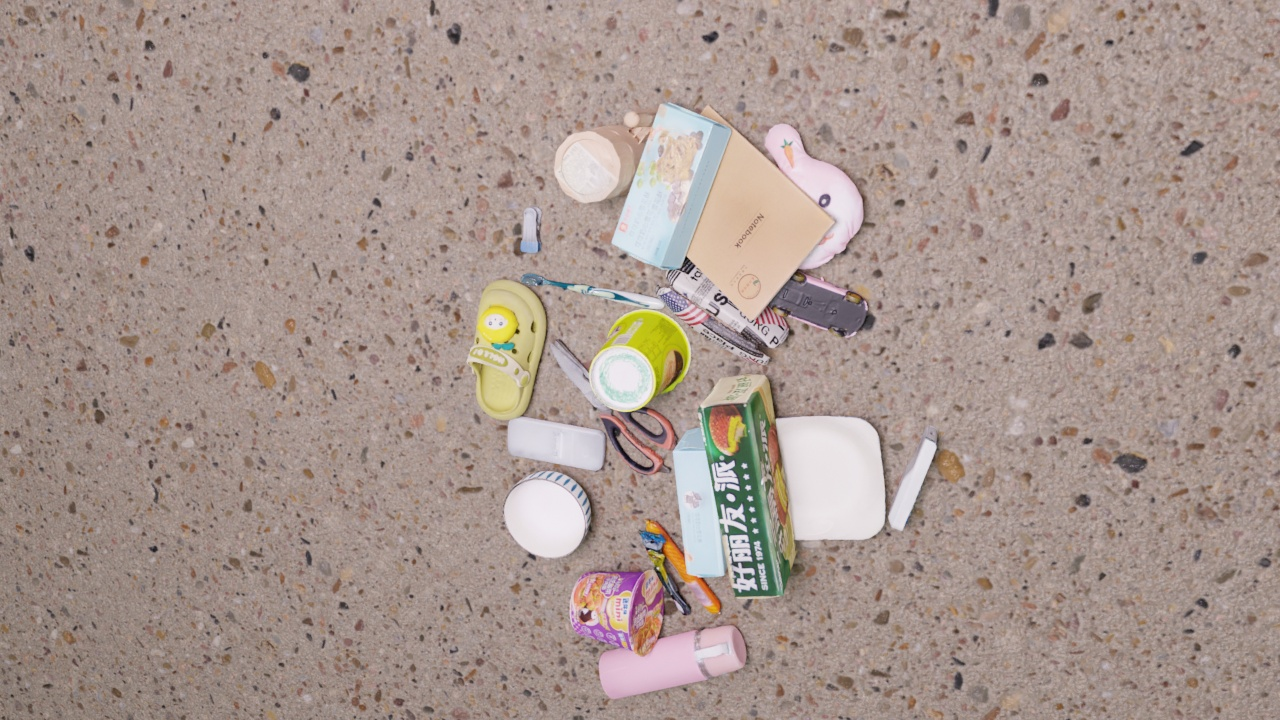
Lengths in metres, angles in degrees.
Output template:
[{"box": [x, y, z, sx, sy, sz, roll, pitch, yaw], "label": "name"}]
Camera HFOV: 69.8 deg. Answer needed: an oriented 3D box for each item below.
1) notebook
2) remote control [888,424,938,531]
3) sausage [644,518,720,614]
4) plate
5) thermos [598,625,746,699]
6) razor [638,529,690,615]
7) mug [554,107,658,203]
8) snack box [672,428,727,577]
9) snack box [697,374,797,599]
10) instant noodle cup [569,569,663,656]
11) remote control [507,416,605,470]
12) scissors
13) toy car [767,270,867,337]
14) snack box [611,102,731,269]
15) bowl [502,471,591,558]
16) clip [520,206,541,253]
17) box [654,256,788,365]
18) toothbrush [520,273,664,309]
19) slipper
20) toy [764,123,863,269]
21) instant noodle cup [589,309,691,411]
[{"box": [0.102, -0.168, 1.042, 0.207, 0.008, 0.148, 48, 117, 20], "label": "notebook"}, {"box": [0.323, 0.140, 1.087, 0.024, 0.049, 0.125, 21, 111, 13], "label": "remote control"}, {"box": [0.057, 0.275, 1.222, 0.021, 0.021, 0.165, -36, 94, 23], "label": "sausage"}, {"box": [0.215, 0.141, 1.127, 0.164, 0.034, 0.164, -3, 105, 18], "label": "plate"}, {"box": [0.040, 0.405, 1.234, 0.199, 0.087, 0.067, -19, 71, 23], "label": "thermos"}, {"box": [0.034, 0.287, 1.219, 0.043, 0.022, 0.143, 4, 125, 48], "label": "razor"}, {"box": [-0.031, -0.238, 1.047, 0.125, 0.103, 0.084, -42, 91, 23], "label": "mug"}, {"box": [0.081, 0.178, 1.157, 0.052, 0.074, 0.175, -2, 105, 18], "label": "snack box"}, {"box": [0.128, 0.146, 1.074, 0.063, 0.114, 0.240, -6, 104, 20], "label": "snack box"}, {"box": [-0.034, 0.330, 1.225, 0.099, 0.111, 0.112, 2, 107, 23], "label": "instant noodle cup"}, {"box": [-0.112, 0.110, 1.222, 0.136, 0.020, 0.056, 8, 108, 14], "label": "remote control"}, {"box": [-0.032, 0.050, 1.184, 0.186, 0.015, 0.209, -2, 106, 19], "label": "scissors"}, {"box": [0.203, -0.068, 1.067, 0.122, 0.037, 0.056, 20, 114, -4], "label": "toy car"}, {"box": [0.034, -0.197, 1.046, 0.074, 0.051, 0.175, 29, 108, 26], "label": "snack box"}, {"box": [-0.118, 0.198, 1.227, 0.116, 0.066, 0.116, 5, 109, 15], "label": "bowl"}, {"box": [-0.136, -0.164, 1.148, 0.026, 0.038, 0.058, 9, 110, 16], "label": "clip"}, {"box": [0.090, -0.049, 1.097, 0.163, 0.076, 0.087, 34, 132, 1], "label": "box"}, {"box": [-0.062, -0.086, 1.149, 0.192, 0.018, 0.016, 12, 109, 13], "label": "toothbrush"}, {"box": [-0.176, -0.005, 1.174, 0.092, 0.081, 0.191, 12, 110, 10], "label": "slipper"}, {"box": [0.174, -0.182, 1.033, 0.121, 0.054, 0.159, -40, 85, 26], "label": "toy"}, {"box": [-0.007, 0.006, 1.103, 0.112, 0.123, 0.112, 5, 108, 15], "label": "instant noodle cup"}]
